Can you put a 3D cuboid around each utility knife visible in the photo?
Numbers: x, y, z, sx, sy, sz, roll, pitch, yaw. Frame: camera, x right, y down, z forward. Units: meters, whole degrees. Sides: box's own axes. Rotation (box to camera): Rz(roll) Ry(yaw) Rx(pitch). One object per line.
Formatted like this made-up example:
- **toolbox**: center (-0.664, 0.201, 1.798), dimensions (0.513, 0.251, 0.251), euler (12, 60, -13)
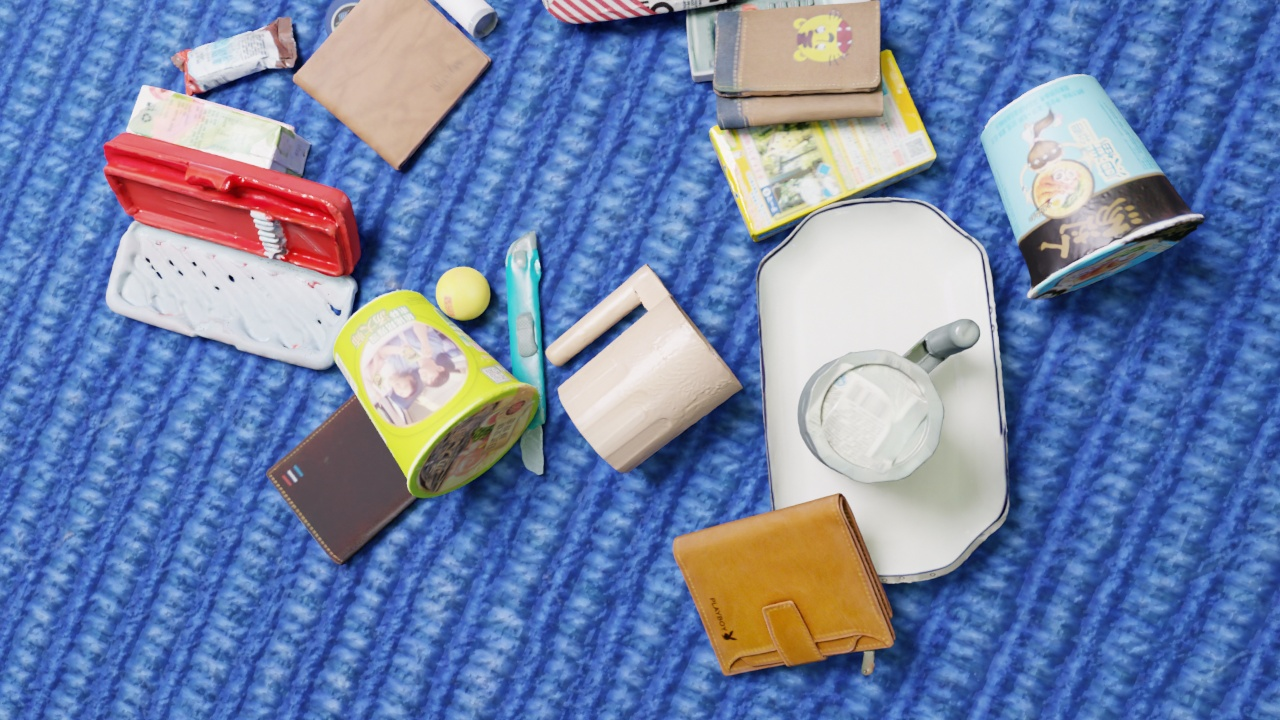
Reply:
- **utility knife**: center (-0.085, -0.006, 0.694), dimensions (0.029, 0.013, 0.185), euler (-5, 87, 16)

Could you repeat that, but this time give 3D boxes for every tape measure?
- **tape measure**: center (-0.217, -0.261, 0.720), dimensions (0.058, 0.025, 0.054), euler (-22, 83, -3)

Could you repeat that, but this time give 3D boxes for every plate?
- **plate**: center (0.167, 0.020, 0.645), dimensions (0.162, 0.034, 0.265), euler (-5, 86, 8)

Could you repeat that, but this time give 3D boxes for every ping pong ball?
- **ping pong ball**: center (-0.133, -0.050, 0.689), dimensions (0.040, 0.040, 0.040), euler (0, 87, 8)

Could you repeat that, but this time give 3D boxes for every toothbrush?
- **toothbrush**: center (-0.196, -0.334, 0.721), dimensions (0.221, 0.026, 0.026), euler (45, 99, 8)

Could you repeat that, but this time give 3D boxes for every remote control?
- **remote control**: center (0.102, -0.242, 0.676), dimensions (0.135, 0.019, 0.056), euler (-4, 86, 8)

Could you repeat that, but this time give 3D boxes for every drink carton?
- **drink carton**: center (-0.327, -0.176, 0.718), dimensions (0.122, 0.053, 0.045), euler (16, 89, 8)

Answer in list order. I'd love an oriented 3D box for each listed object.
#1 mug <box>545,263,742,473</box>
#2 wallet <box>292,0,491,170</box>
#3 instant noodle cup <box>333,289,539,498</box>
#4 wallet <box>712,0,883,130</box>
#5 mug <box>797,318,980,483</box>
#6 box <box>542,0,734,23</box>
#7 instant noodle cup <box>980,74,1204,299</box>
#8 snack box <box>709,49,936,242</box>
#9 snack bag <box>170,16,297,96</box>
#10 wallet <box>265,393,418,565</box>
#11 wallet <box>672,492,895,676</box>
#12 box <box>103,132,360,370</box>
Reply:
- **mug**: center (-0.004, 0.004, 0.655), dimensions (0.103, 0.084, 0.124), euler (-39, 58, 6)
- **wallet**: center (-0.189, -0.222, 0.703), dimensions (0.101, 0.020, 0.115), euler (40, 92, -13)
- **instant noodle cup**: center (-0.153, 0.016, 0.659), dimensions (0.112, 0.111, 0.123), euler (-44, 71, 4)
- **wallet**: center (0.109, -0.206, 0.639), dimensions (0.115, 0.033, 0.090), euler (0, 74, 10)
- **mug**: center (0.156, 0.021, 0.576), dimensions (0.124, 0.103, 0.083), euler (-44, 82, 5)
- **box**: center (0.006, -0.303, 0.676), dimensions (0.162, 0.086, 0.075), euler (-6, 129, 10)
- **instant noodle cup**: center (0.285, -0.117, 0.606), dimensions (0.111, 0.111, 0.120), euler (-23, 76, 6)
- **snack box**: center (0.129, -0.153, 0.661), dimensions (0.140, 0.033, 0.087), euler (-23, 84, 5)
- **snack bag**: center (-0.325, -0.242, 0.734), dimensions (0.105, 0.026, 0.045), euler (-16, 76, 6)
- **wallet**: center (-0.215, 0.083, 0.707), dimensions (0.122, 0.020, 0.096), euler (-41, 82, 2)
- **wallet**: center (0.100, 0.162, 0.631), dimensions (0.131, 0.035, 0.119), euler (-22, 88, 29)
- **box**: center (-0.317, -0.085, 0.711), dimensions (0.201, 0.069, 0.158), euler (16, 114, 7)
